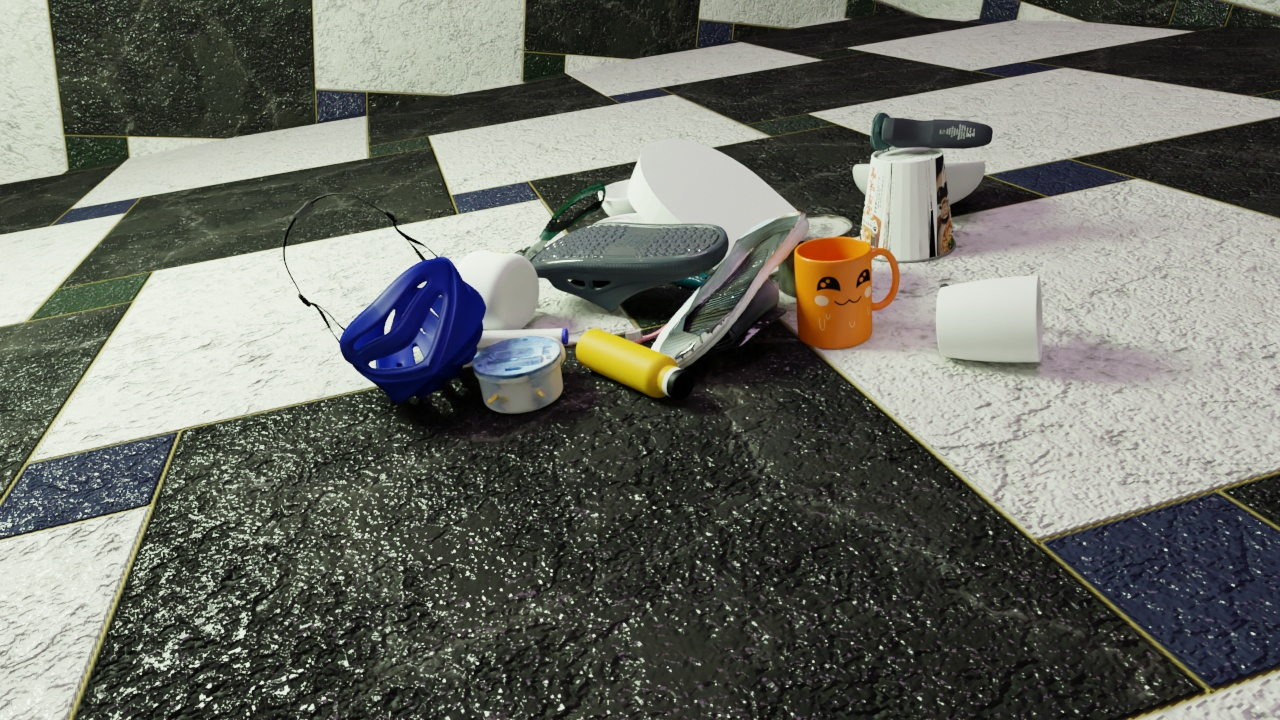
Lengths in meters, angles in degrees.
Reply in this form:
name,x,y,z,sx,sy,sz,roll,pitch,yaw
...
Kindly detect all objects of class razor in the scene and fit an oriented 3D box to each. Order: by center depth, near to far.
name,x,y,z,sx,sy,sz,roll,pitch,yaw
razor,0.358,-0.280,1.131,0.143,0.047,0.052,8,5,24

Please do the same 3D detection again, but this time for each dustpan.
name,x,y,z,sx,sy,sz,roll,pitch,yaw
dustpan,0.099,-0.192,1.209,0.191,0.053,0.257,-25,63,-40

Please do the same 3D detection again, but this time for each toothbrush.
name,x,y,z,sx,sy,sz,roll,pitch,yaw
toothbrush,0.046,-0.040,1.029,0.135,0.016,0.021,-15,28,-15

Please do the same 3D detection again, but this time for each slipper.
name,x,y,z,sx,sy,sz,roll,pitch,yaw
slipper,0.108,-0.065,0.989,0.111,0.063,0.263,-10,35,49
slipper,-0.012,-0.111,1.102,0.269,0.083,0.110,2,36,32

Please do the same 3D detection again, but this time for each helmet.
name,x,y,z,sx,sy,sz,roll,pitch,yaw
helmet,-0.266,-0.068,0.943,0.148,0.227,0.241,-44,21,1

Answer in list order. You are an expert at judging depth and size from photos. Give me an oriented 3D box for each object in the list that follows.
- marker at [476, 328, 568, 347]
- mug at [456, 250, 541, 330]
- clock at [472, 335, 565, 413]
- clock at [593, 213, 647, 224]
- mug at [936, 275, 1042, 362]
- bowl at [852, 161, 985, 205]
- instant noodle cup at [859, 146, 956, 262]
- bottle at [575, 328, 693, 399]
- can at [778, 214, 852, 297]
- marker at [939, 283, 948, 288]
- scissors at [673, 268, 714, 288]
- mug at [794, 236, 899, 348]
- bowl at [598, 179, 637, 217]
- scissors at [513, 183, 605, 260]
name,x,y,z,sx,sy,sz,roll,pitch,yaw
marker,-0.153,-0.025,1.048,0.141,0.020,0.020,-1,26,10
mug,-0.165,-0.079,1.094,0.068,0.094,0.115,10,-7,29
clock,-0.121,0.007,0.936,0.089,0.052,0.125,-7,25,3
clock,-0.014,-0.161,1.233,0.160,0.073,0.125,-17,27,-19
mug,0.340,-0.043,0.888,0.088,0.081,0.114,-1,18,27
bowl,0.388,-0.243,1.285,0.176,0.066,0.176,-2,12,0
instant noodle cup,0.338,-0.203,1.167,0.123,0.122,0.123,-6,25,3
bottle,-0.005,0.005,0.917,0.043,0.043,0.144,-25,31,-33
can,0.208,-0.123,1.093,0.090,0.075,0.089,-7,26,3
marker,0.350,-0.053,0.981,0.011,0.011,0.152,-7,26,0
scissors,0.083,-0.101,1.146,0.155,0.019,0.125,3,29,17
mug,0.219,-0.075,0.962,0.112,0.096,0.077,-12,26,-10
bowl,-0.006,-0.244,1.430,0.115,0.051,0.114,-6,25,3
scissors,-0.119,-0.154,1.277,0.210,0.137,0.015,-35,64,1
